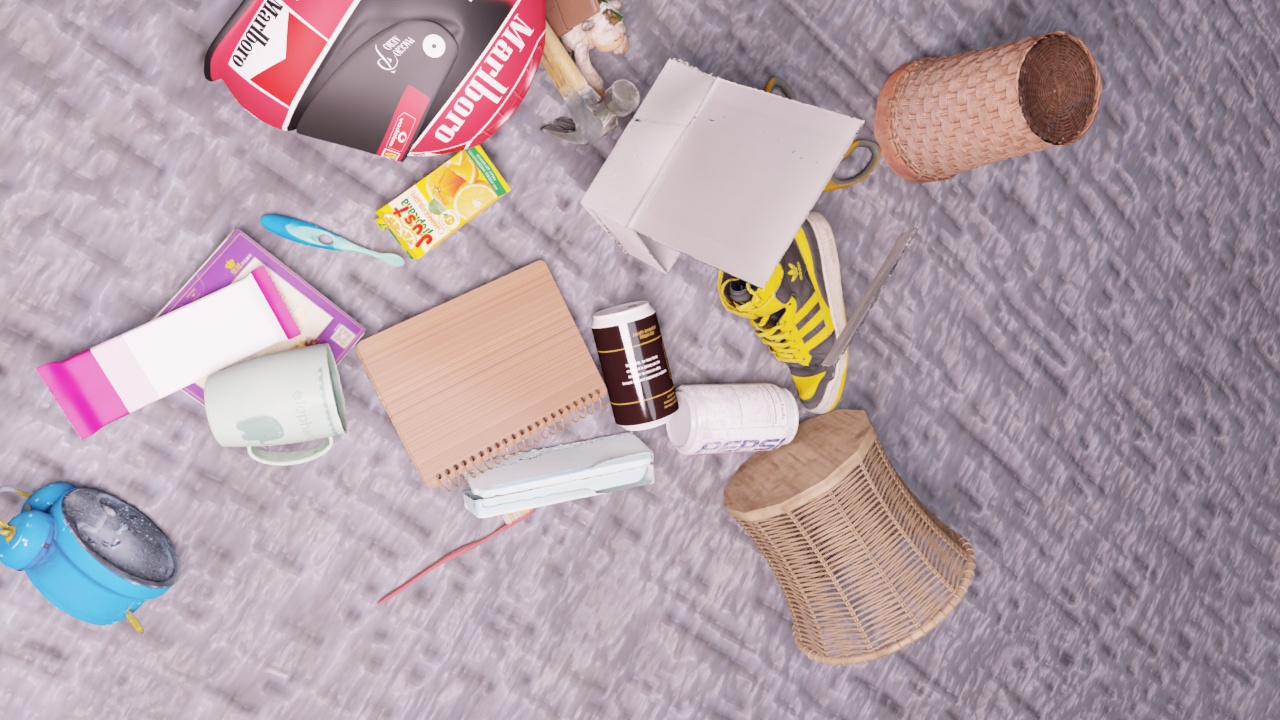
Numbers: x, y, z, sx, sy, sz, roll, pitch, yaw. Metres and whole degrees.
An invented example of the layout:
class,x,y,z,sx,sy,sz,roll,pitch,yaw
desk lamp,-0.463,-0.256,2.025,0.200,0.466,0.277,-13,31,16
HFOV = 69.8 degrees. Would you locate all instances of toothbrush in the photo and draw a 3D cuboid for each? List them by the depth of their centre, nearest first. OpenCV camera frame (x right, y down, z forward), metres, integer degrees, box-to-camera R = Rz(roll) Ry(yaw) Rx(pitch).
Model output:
class,x,y,z,sx,sy,sz,roll,pitch,yaw
toothbrush,-0.293,-0.113,0.878,0.135,0.017,0.022,16,88,-22
toothbrush,-0.191,0.199,0.952,0.184,0.015,0.016,-31,103,-18

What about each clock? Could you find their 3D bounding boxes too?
class,x,y,z,sx,sy,sz,roll,pitch,yaw
clock,-0.468,0.155,0.771,0.060,0.117,0.161,-46,110,-2

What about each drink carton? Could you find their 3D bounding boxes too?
class,x,y,z,sx,sy,sz,roll,pitch,yaw
drink carton,-0.196,-0.155,0.902,0.122,0.041,0.058,-40,109,-15

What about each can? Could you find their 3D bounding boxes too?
class,x,y,z,sx,sy,sz,roll,pitch,yaw
can,-0.006,0.006,0.985,0.071,0.072,0.128,-18,102,-22
can,0.103,0.065,1.036,0.136,0.078,0.078,0,95,-24

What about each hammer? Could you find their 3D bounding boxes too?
class,x,y,z,sx,sy,sz,roll,pitch,yaw
hammer,-0.127,-0.357,0.889,0.033,0.132,0.330,-37,98,-29

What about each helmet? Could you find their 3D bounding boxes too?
class,x,y,z,sx,sy,sz,roll,pitch,yaw
helmet,-0.203,-0.284,0.796,0.224,0.197,0.271,35,99,-18

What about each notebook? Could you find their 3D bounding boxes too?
class,x,y,z,sx,sy,sz,roll,pitch,yaw
notebook,-0.153,0.016,0.927,0.210,0.022,0.169,-28,96,-23

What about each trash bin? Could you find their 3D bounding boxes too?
class,x,y,z,sx,sy,sz,roll,pitch,yaw
trash bin,0.395,-0.291,1.063,0.151,0.210,0.151,-2,95,-23

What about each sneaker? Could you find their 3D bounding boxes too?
class,x,y,z,sx,sy,sz,roll,pitch,yaw
sneaker,0.161,-0.044,1.048,0.122,0.086,0.239,-11,102,-19

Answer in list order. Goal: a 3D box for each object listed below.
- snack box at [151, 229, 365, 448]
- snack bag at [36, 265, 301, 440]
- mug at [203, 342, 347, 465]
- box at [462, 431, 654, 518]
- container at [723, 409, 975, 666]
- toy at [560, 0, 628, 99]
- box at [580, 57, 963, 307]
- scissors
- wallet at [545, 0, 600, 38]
class,x,y,z,sx,sy,sz,roll,pitch,yaw
snack box,-0.357,-0.019,0.842,0.148,0.041,0.143,42,78,-21
snack bag,-0.401,-0.009,0.791,0.196,0.016,0.070,-30,108,-18
mug,-0.315,0.047,0.806,0.104,0.084,0.111,-12,129,-12
box,-0.084,0.124,0.961,0.198,0.085,0.071,-8,126,-22
container,0.224,0.188,1.030,0.226,0.227,0.196,-37,101,-17
toy,-0.040,-0.330,0.926,0.074,0.106,0.085,37,71,-2
box,0.066,-0.171,0.810,0.149,0.413,0.167,31,88,-19
scissors,0.200,-0.221,1.088,0.225,0.016,0.225,-8,98,-23
wallet,-0.089,-0.360,0.889,0.013,0.121,0.087,-31,106,-34
